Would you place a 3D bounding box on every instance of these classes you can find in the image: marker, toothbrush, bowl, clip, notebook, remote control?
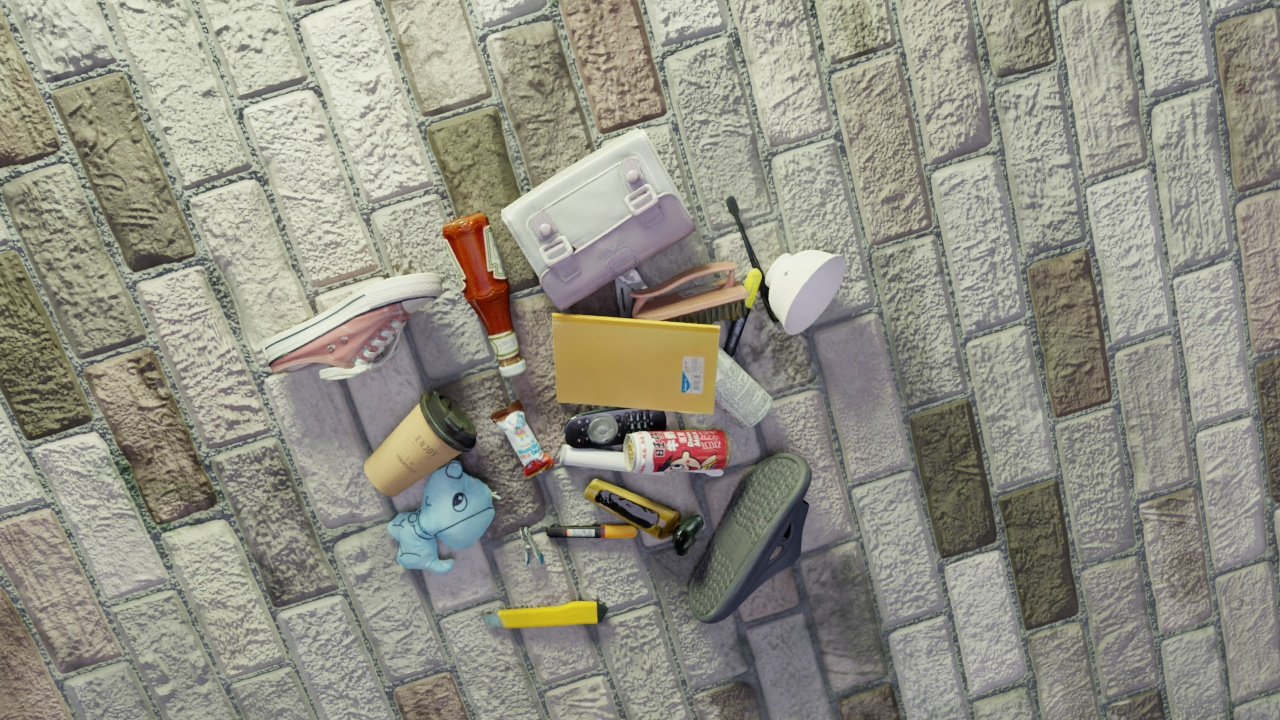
[{"bbox_3d":[0.132,-0.060,1.194,0.018,0.015,0.124,15,109,-5],"label":"marker"},{"bbox_3d":[0.146,-0.129,1.185,0.015,0.018,0.181,-24,107,1],"label":"toothbrush"},{"bbox_3d":[0.198,-0.098,1.165,0.065,0.118,0.118,39,99,27],"label":"bowl"},{"bbox_3d":[0.003,0.138,1.228,0.221,0.026,0.027,7,95,-8],"label":"toothbrush"},{"bbox_3d":[-0.151,0.251,1.240,0.044,0.027,0.058,-14,104,6],"label":"clip"},{"bbox_3d":[-0.067,0.233,1.250,0.124,0.015,0.018,0,102,-3],"label":"marker"},{"bbox_3d":[-0.007,0.007,1.151,0.206,0.010,0.146,4,130,5],"label":"notebook"},{"bbox_3d":[-0.034,0.086,1.211,0.136,0.024,0.053,-7,108,-8],"label":"remote control"}]

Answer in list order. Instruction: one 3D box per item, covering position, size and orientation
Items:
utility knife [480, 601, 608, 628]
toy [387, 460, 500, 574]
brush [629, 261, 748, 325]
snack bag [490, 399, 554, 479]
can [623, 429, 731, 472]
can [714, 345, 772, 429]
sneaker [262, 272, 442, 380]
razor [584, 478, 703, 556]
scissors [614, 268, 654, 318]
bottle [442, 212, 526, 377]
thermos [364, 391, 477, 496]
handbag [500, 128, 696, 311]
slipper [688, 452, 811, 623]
[{"bbox_3d":[-0.133,0.352,1.271,0.177,0.015,0.033,-2,98,-4],"label":"utility knife"},{"bbox_3d":[-0.256,0.209,1.207,0.156,0.049,0.161,-11,110,-2],"label":"toy"},{"bbox_3d":[0.058,-0.076,1.157,0.145,0.063,0.073,-15,115,-7],"label":"brush"},{"bbox_3d":[-0.154,0.105,1.204,0.045,0.026,0.105,-27,102,4],"label":"snack bag"},{"bbox_3d":[0.047,0.118,1.201,0.132,0.053,0.053,0,103,-17],"label":"can"},{"bbox_3d":[0.104,0.023,1.194,0.146,0.058,0.058,43,96,-13],"label":"can"},{"bbox_3d":[-0.340,-0.028,1.114,0.241,0.118,0.088,-25,87,6],"label":"sneaker"},{"bbox_3d":[0.003,0.205,1.228,0.167,0.067,0.062,26,98,-5],"label":"razor"},{"bbox_3d":[-0.032,-0.137,1.165,0.224,0.015,0.189,30,99,-13],"label":"scissors"},{"bbox_3d":[-0.188,-0.079,1.142,0.060,0.059,0.206,-17,105,-2],"label":"bottle"},{"bbox_3d":[-0.279,0.107,1.163,0.143,0.093,0.093,-39,104,11],"label":"thermos"},{"bbox_3d":[-0.050,-0.167,1.102,0.197,0.098,0.145,-31,110,2],"label":"handbag"},{"bbox_3d":[0.160,0.243,1.239,0.083,0.110,0.268,22,106,-27],"label":"slipper"}]
